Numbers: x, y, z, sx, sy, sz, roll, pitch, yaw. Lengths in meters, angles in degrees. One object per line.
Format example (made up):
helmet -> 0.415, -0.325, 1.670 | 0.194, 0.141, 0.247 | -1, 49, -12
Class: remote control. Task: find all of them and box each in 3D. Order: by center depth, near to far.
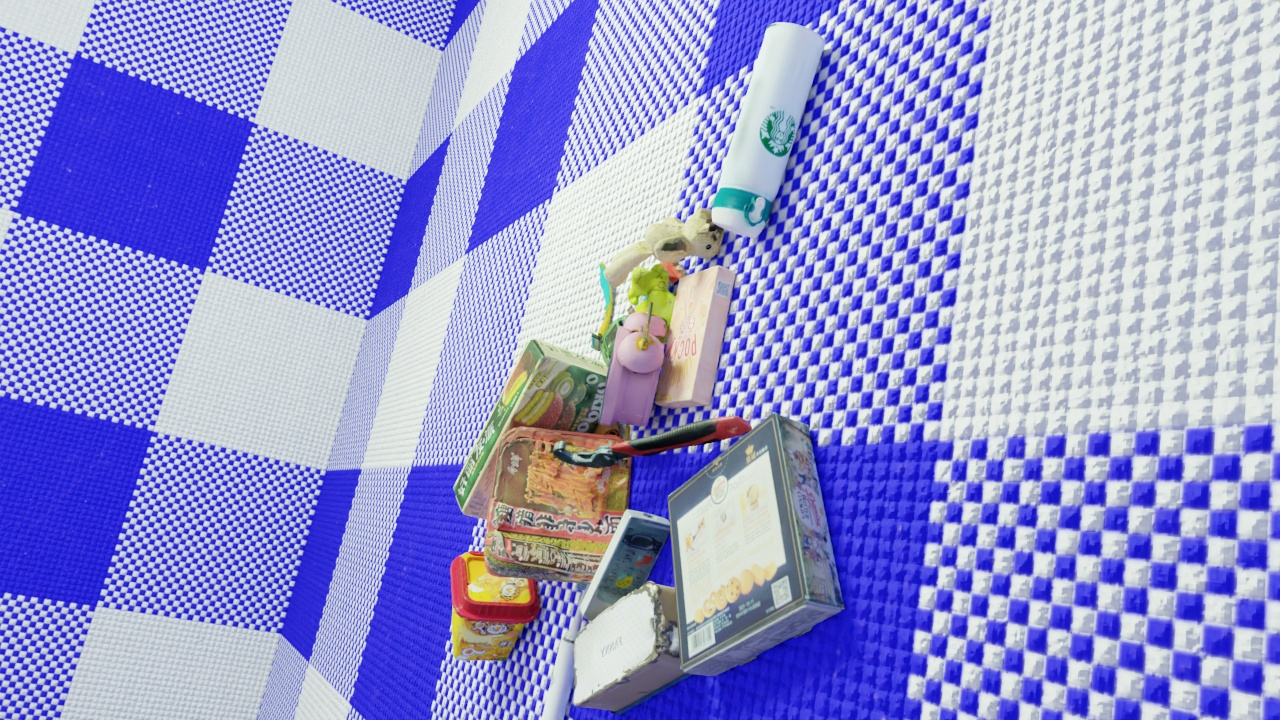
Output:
remote control -> -0.017, 0.227, 0.999 | 0.135, 0.056, 0.019 | -65, 27, 12

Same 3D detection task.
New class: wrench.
wrench -> 0.008, 0.089, 0.996 | 0.274, 0.056, 0.016 | -14, 51, 41

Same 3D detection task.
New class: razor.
razor -> -0.053, -0.081, 1.297 | 0.043, 0.028, 0.132 | 90, -177, -66

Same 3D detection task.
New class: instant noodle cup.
instant noodle cup -> -0.098, 0.177, 1.099 | 0.079, 0.164, 0.188 | 107, 169, -63
instant noodle cup -> -0.207, 0.339, 1.249 | 0.116, 0.116, 0.124 | -112, 35, -54

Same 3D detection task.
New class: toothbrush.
toothbrush -> -0.088, 0.359, 1.085 | 0.027, 0.026, 0.221 | -7, 67, 68

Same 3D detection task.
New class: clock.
clock -> -0.006, 0.006, 1.064 | 0.117, 0.060, 0.159 | -78, 0, -63

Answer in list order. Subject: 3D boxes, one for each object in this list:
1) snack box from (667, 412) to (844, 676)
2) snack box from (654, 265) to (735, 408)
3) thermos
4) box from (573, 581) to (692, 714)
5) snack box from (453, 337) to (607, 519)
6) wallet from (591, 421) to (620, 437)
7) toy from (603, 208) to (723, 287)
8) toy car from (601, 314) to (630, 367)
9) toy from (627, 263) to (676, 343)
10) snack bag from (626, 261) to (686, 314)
snack box -> 0.095, 0.169, 0.831 | 0.178, 0.045, 0.182 | -45, 36, 42
snack box -> 0.061, -0.025, 1.041 | 0.085, 0.026, 0.157 | -11, 64, 61
thermos -> 0.136, -0.244, 0.990 | 0.073, 0.073, 0.224 | 16, 89, 64
box -> -0.010, 0.299, 0.940 | 0.185, 0.060, 0.089 | -47, 35, 45
snack box -> -0.136, 0.098, 1.172 | 0.240, 0.114, 0.063 | -62, 32, 14
wallet -> -0.068, 0.084, 1.218 | 0.108, 0.031, 0.131 | -55, 29, 28
toy -> 0.027, -0.131, 1.084 | 0.157, 0.066, 0.105 | -22, 16, 22
toy car -> -0.029, -0.023, 1.186 | 0.091, 0.036, 0.043 | -58, 46, 54
toy -> 0.018, -0.068, 1.125 | 0.097, 0.031, 0.100 | -4, 86, 45
snack bag -> 0.018, -0.087, 1.163 | 0.104, 0.026, 0.048 | -56, 45, 31
